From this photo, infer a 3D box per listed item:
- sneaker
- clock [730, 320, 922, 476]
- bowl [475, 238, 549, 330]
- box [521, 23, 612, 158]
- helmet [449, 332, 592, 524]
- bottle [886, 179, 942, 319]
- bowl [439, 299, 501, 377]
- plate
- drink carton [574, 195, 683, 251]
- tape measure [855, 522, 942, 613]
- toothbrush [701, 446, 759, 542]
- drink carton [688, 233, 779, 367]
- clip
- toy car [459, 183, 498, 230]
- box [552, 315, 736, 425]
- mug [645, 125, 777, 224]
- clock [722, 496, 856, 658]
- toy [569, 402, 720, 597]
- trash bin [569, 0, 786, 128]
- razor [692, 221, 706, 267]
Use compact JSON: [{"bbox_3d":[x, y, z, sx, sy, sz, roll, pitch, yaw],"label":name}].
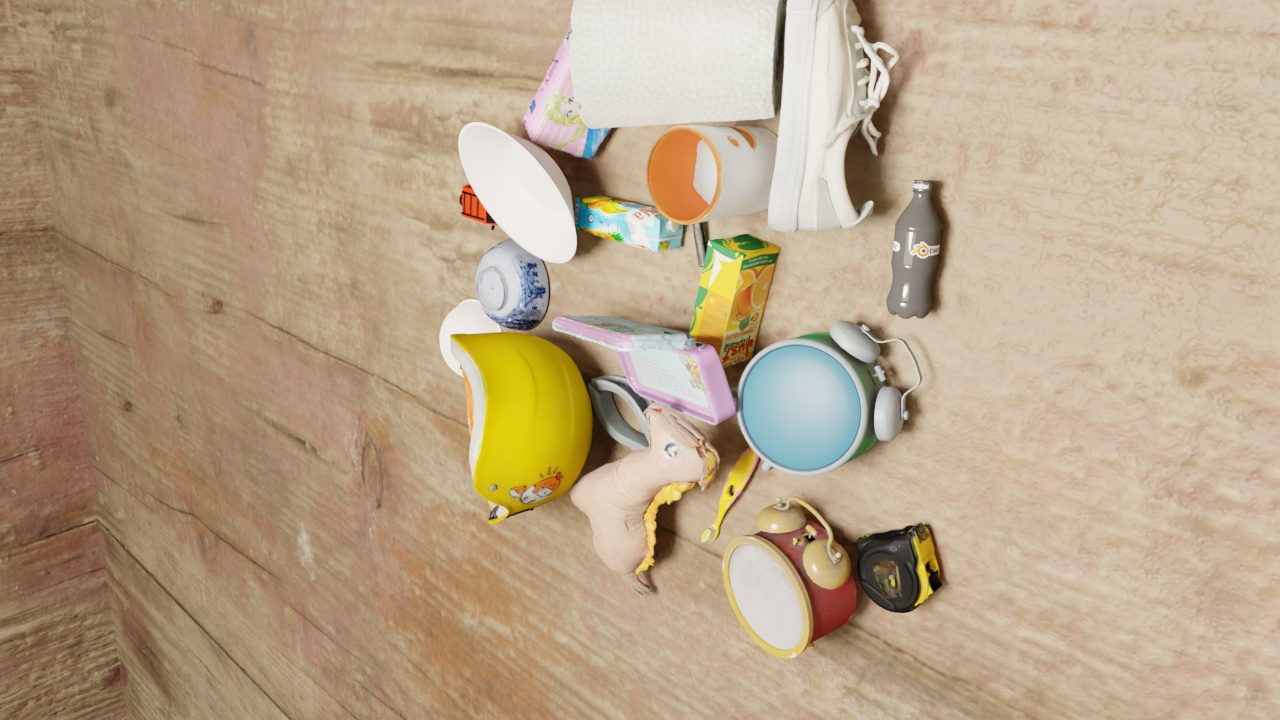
[{"bbox_3d":[0.158,-0.223,0.737,0.091,0.089,0.242,5,94,10],"label":"sneaker"},{"bbox_3d":[0.168,0.030,0.805,0.162,0.075,0.122,-27,82,32],"label":"clock"},{"bbox_3d":[-0.163,-0.087,1.096,0.114,0.045,0.114,14,111,40],"label":"bowl"},{"bbox_3d":[-0.038,-0.318,0.901,0.231,0.084,0.090,-52,38,39],"label":"box"},{"bbox_3d":[-0.125,0.071,1.039,0.240,0.139,0.209,99,158,-65],"label":"helmet"},{"bbox_3d":[0.222,-0.089,0.739,0.036,0.036,0.110,17,113,39],"label":"bottle"},{"bbox_3d":[-0.226,-0.021,1.178,0.110,0.040,0.110,14,111,40],"label":"bowl"},{"bbox_3d":[-0.119,-0.185,0.975,0.174,0.036,0.174,37,154,21],"label":"plate"},{"bbox_3d":[-0.013,-0.141,0.941,0.129,0.044,0.039,22,116,39],"label":"drink carton"},{"bbox_3d":[0.227,0.184,0.810,0.072,0.042,0.072,-22,89,41],"label":"tape measure"},{"bbox_3d":[0.091,0.139,0.941,0.021,0.016,0.136,44,128,31],"label":"toothbrush"},{"bbox_3d":[0.085,-0.052,0.863,0.041,0.058,0.123,30,121,34],"label":"drink carton"},{"bbox_3d":[0.006,0.069,0.994,0.162,0.027,0.091,52,133,18],"label":"clip"},{"bbox_3d":[-0.169,-0.180,1.072,0.100,0.048,0.051,22,116,37],"label":"toy car"},{"bbox_3d":[0.002,-0.007,0.881,0.062,0.140,0.214,-58,23,-6],"label":"box"},{"bbox_3d":[0.069,-0.167,0.812,0.082,0.105,0.082,15,112,40],"label":"mug"},{"bbox_3d":[0.148,0.194,0.857,0.117,0.081,0.159,42,137,41],"label":"clock"},{"bbox_3d":[0.016,0.151,0.948,0.196,0.065,0.265,55,143,-4],"label":"toy"},{"bbox_3d":[0.037,-0.261,0.772,0.161,0.133,0.133,5,108,13],"label":"trash bin"},{"bbox_3d":[0.054,-0.142,0.889,0.026,0.042,0.106,7,116,40],"label":"razor"}]
